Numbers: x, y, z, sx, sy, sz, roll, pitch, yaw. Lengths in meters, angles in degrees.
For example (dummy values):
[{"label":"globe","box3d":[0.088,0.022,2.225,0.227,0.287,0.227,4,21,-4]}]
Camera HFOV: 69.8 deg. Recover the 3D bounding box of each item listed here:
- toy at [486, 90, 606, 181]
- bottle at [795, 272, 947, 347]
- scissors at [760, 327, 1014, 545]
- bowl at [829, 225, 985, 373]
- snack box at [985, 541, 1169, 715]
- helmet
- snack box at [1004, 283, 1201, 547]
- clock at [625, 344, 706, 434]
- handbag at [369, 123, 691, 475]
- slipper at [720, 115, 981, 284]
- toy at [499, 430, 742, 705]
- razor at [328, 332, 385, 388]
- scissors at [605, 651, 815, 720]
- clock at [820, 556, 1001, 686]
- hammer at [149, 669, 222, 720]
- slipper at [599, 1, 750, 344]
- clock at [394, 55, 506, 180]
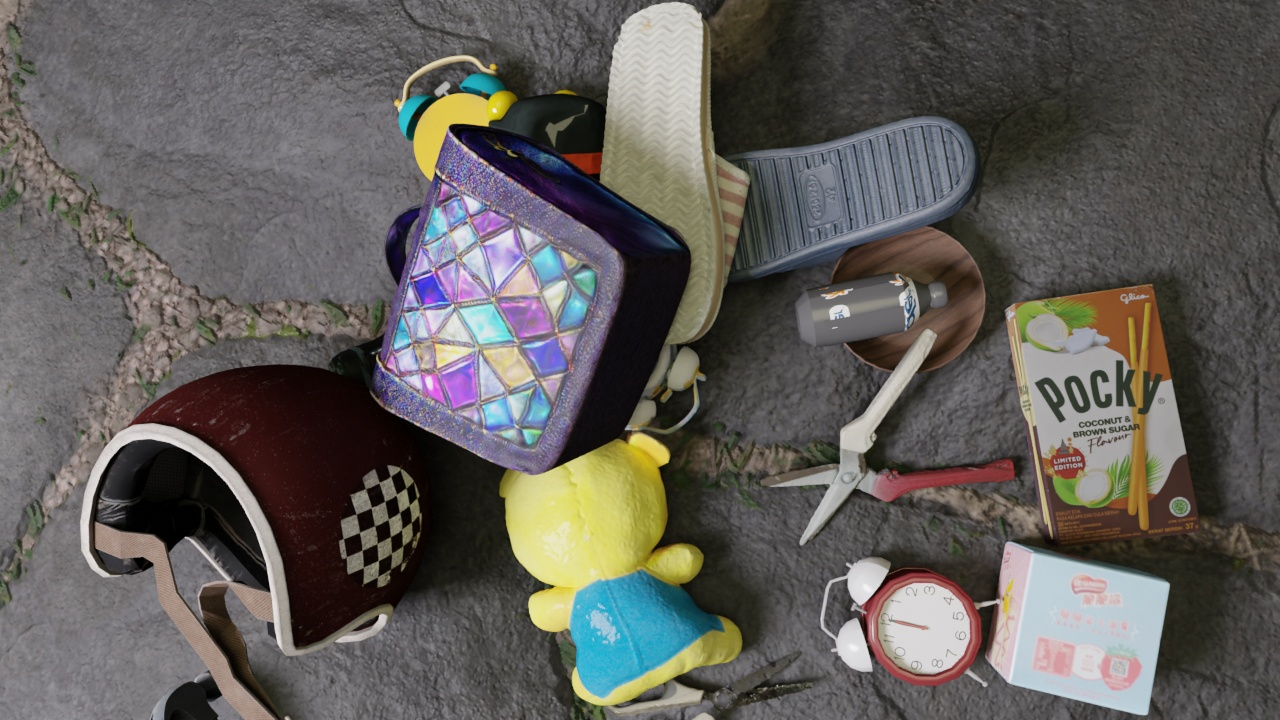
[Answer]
[{"label":"toy","box3d":[-0.068,-0.161,0.757,0.100,0.097,0.119,21,117,50]},{"label":"bottle","box3d":[0.174,-0.040,0.695,0.112,0.047,0.047,-11,82,7]},{"label":"scissors","box3d":[0.193,0.062,0.714,0.199,0.015,0.179,1,104,2]},{"label":"bowl","box3d":[0.210,-0.047,0.732,0.119,0.032,0.119,-1,84,8]},{"label":"snack box","box3d":[0.313,0.190,0.666,0.093,0.079,0.094,11,87,9]},{"label":"helmet","box3d":[-0.270,0.125,0.670,0.234,0.252,0.234,13,108,22]},{"label":"snack box","box3d":[0.350,0.042,0.701,0.101,0.031,0.186,-8,83,7]},{"label":"clock","box3d":[-0.004,0.004,0.750,0.089,0.052,0.125,-44,83,0]},{"label":"handbag","box3d":[-0.097,-0.048,0.672,0.222,0.125,0.205,29,110,20]},{"label":"slipper","box3d":[0.135,-0.117,0.720,0.264,0.082,0.101,-9,81,31]},{"label":"toy","box3d":[-0.023,0.155,0.718,0.149,0.084,0.214,-21,80,-3]},{"label":"razor","box3d":[-0.197,-0.013,0.771,0.140,0.063,0.053,-34,81,4]},{"label":"scissors","box3d":[0.045,0.266,0.720,0.154,0.013,0.163,26,64,28]},{"label":"clock","box3d":[0.202,0.199,0.699,0.124,0.044,0.087,10,85,8]},{"label":"hammer","box3d":[-0.257,0.378,0.723,0.333,0.118,0.025,42,93,5]},{"label":"slipper","box3d":[0.026,-0.142,0.712,0.115,0.052,0.263,-3,87,28]},{"label":"clock","box3d":[-0.157,-0.200,0.799,0.099,0.043,0.129,-19,88,6]}]
